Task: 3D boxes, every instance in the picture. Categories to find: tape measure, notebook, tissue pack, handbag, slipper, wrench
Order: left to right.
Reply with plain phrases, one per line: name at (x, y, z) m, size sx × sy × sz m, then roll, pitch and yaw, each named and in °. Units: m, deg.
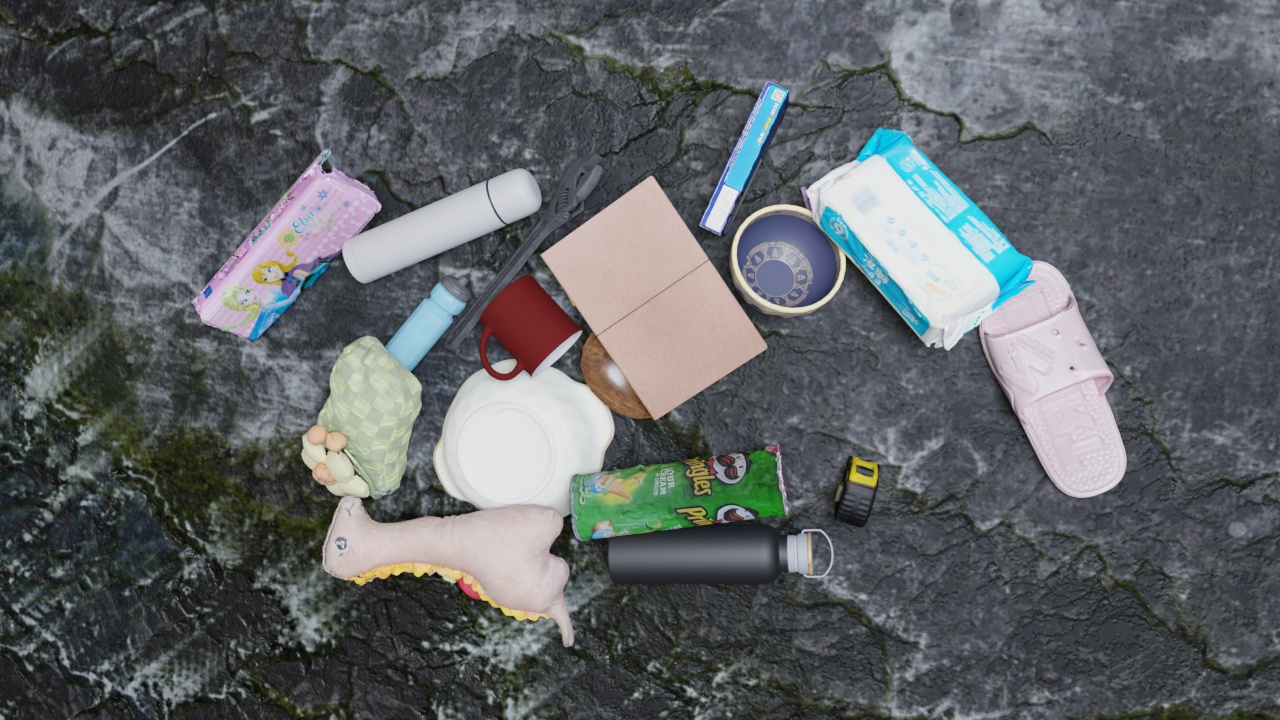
handbag at (-0.310, 0.071, 0.995) m, size 0.113 × 0.116 × 0.187 m, roll 32°, pitch 127°, yaw 11°
wrench at (-0.128, -0.112, 0.983) m, size 0.018 × 0.073 × 0.274 m, roll 31°, pitch 111°, yaw -32°
notebook at (0.013, -0.061, 0.941) m, size 0.141 × 0.008 × 0.209 m, roll -34°, pitch 94°, yaw 13°
tape measure at (0.216, 0.136, 0.929) m, size 0.038 × 0.062 × 0.067 m, roll 17°, pitch 101°, yaw 10°
tissue pack at (0.257, -0.118, 0.863) m, size 0.117 × 0.066 × 0.209 m, roll -36°, pitch 76°, yaw -10°
slipper at (0.397, 0.023, 0.878) m, size 0.094 × 0.064 × 0.239 m, roll -22°, pitch 93°, yaw 13°

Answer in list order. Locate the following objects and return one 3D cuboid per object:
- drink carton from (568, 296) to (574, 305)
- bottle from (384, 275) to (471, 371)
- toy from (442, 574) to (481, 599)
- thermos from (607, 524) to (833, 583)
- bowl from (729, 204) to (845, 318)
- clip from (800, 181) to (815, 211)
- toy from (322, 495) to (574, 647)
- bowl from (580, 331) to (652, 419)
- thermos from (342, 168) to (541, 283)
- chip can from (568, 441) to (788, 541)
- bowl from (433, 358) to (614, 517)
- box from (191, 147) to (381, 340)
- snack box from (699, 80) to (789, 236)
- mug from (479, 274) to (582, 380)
drink carton at (-0.025, -0.117, 0.963) m, size 0.135 × 0.043 × 0.058 m, roll -31°, pitch 94°, yaw 14°
bottle at (-0.233, -0.044, 1.016) m, size 0.040 × 0.040 × 0.130 m, roll 43°, pitch 103°, yaw 4°
toy at (-0.168, 0.224, 1.029) m, size 0.135 × 0.045 × 0.091 m, roll 18°, pitch 96°, yaw 7°
thermos at (0.084, 0.204, 0.965) m, size 0.231 × 0.061 × 0.061 m, roll -3°, pitch 95°, yaw 12°
bowl at (0.140, -0.091, 0.915) m, size 0.112 × 0.061 × 0.112 m, roll 2°, pitch 73°, yaw -6°
clip at (0.181, -0.156, 0.930) m, size 0.036 × 0.013 × 0.053 m, roll -31°, pitch 87°, yaw 12°
toy at (-0.205, 0.225, 0.975) m, size 0.264 × 0.065 × 0.196 m, roll -10°, pitch 91°, yaw 4°
bowl at (-0.006, 0.006, 0.980) m, size 0.114 × 0.026 × 0.102 m, roll 38°, pitch 103°, yaw 4°
thermos at (-0.214, -0.146, 0.994) m, size 0.224 × 0.052 × 0.052 m, roll -20°, pitch 92°, yaw 13°
chip can at (0.037, 0.138, 0.949) m, size 0.223 × 0.075 × 0.075 m, roll -9°, pitch 94°, yaw 7°
bowl at (-0.138, 0.096, 1.002) m, size 0.220 × 0.060 × 0.188 m, roll -22°, pitch 91°, yaw 14°
box at (-0.407, -0.138, 1.035) m, size 0.231 × 0.085 × 0.096 m, roll -43°, pitch 55°, yaw 13°
snack box at (0.104, -0.196, 0.906) m, size 0.027 × 0.082 × 0.150 m, roll 26°, pitch 100°, yaw 7°
mug at (-0.127, -0.027, 0.969) m, size 0.105 × 0.073 × 0.082 m, roll -42°, pitch 86°, yaw -20°
